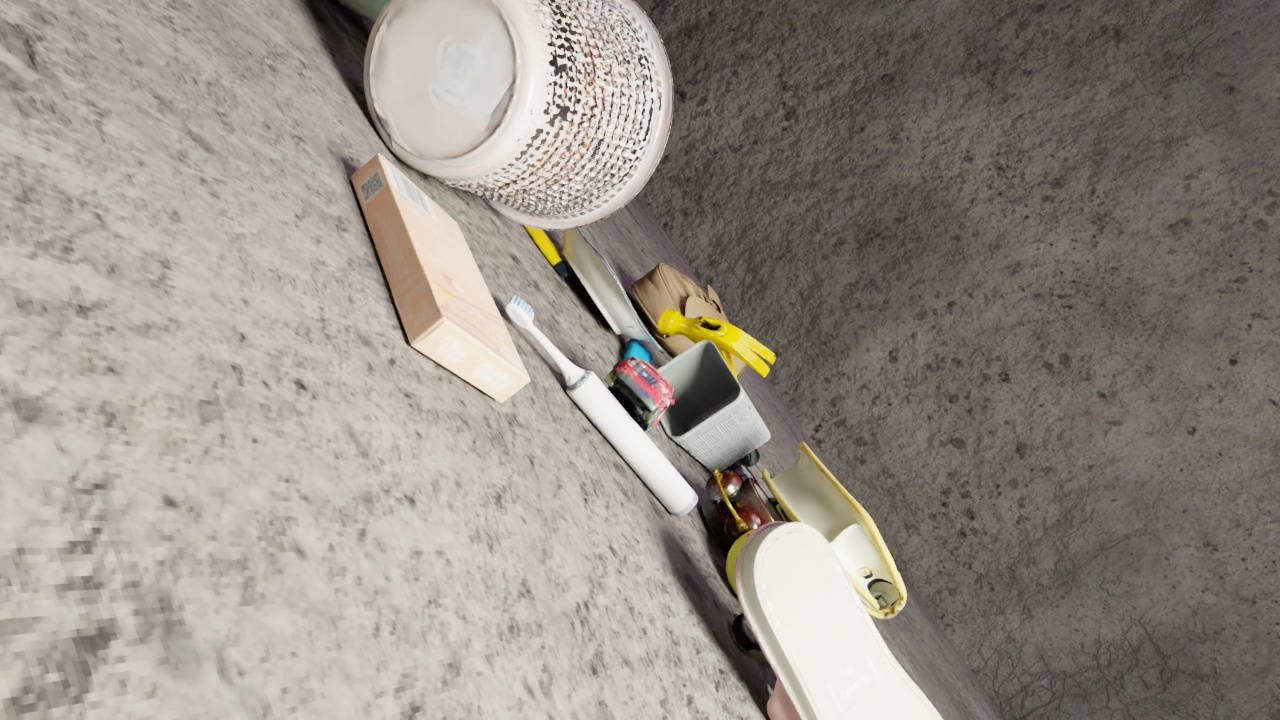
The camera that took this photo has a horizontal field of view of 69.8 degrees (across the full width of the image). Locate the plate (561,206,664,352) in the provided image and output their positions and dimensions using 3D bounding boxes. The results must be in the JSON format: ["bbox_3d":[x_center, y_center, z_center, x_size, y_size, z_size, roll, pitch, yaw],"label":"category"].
[{"bbox_3d":[-0.042,-0.083,1.001,0.163,0.034,0.164,56,-1,39],"label":"plate"}]

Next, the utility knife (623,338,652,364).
[{"bbox_3d":[-0.006,0.006,0.970,0.034,0.018,0.161,40,12,-6],"label":"utility knife"}]

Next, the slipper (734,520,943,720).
[{"bbox_3d":[0.141,0.235,0.631,0.055,0.113,0.274,-25,-83,54],"label":"slipper"}]

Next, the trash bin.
[{"bbox_3d":[-0.109,-0.221,0.752,0.227,0.228,0.191,55,22,6],"label":"trash bin"}]

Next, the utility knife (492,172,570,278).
[{"bbox_3d":[-0.131,-0.168,0.977,0.192,0.015,0.033,54,6,2],"label":"utility knife"}]

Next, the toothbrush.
[{"bbox_3d":[-0.030,0.037,0.707,0.221,0.027,0.026,50,34,-18],"label":"toothbrush"}]

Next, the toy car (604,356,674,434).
[{"bbox_3d":[0.000,0.026,0.741,0.053,0.045,0.121,44,-11,5],"label":"toy car"}]

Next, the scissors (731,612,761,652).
[{"bbox_3d":[0.134,0.227,0.716,0.159,0.014,0.178,37,29,-15],"label":"scissors"}]

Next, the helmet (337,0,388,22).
[{"bbox_3d":[-0.234,-0.383,0.818,0.229,0.146,0.259,32,3,-33],"label":"helmet"}]

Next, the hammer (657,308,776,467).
[{"bbox_3d":[0.110,0.046,1.109,0.129,0.032,0.301,18,-28,26],"label":"hammer"}]

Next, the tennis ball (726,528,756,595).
[{"bbox_3d":[0.104,0.172,0.760,0.065,0.065,0.065,52,10,-13],"label":"tennis ball"}]

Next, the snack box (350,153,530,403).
[{"bbox_3d":[-0.123,-0.052,0.558,0.084,0.026,0.157,43,15,-52],"label":"snack box"}]

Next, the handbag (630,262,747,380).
[{"bbox_3d":[0.078,-0.050,1.338,0.204,0.100,0.147,41,18,-41],"label":"handbag"}]

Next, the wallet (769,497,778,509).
[{"bbox_3d":[0.172,0.179,1.021,0.115,0.090,0.033,43,43,-49],"label":"wallet"}]

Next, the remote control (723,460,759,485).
[{"bbox_3d":[0.116,0.141,1.061,0.053,0.024,0.136,53,7,10],"label":"remote control"}]

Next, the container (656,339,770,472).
[{"bbox_3d":[0.076,0.055,0.984,0.114,0.090,0.090,47,11,-50],"label":"container"}]

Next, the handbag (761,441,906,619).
[{"bbox_3d":[0.193,0.184,0.883,0.179,0.063,0.163,57,1,-26],"label":"handbag"}]

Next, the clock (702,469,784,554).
[{"bbox_3d":[0.094,0.146,0.835,0.122,0.055,0.082,49,10,-42],"label":"clock"}]
